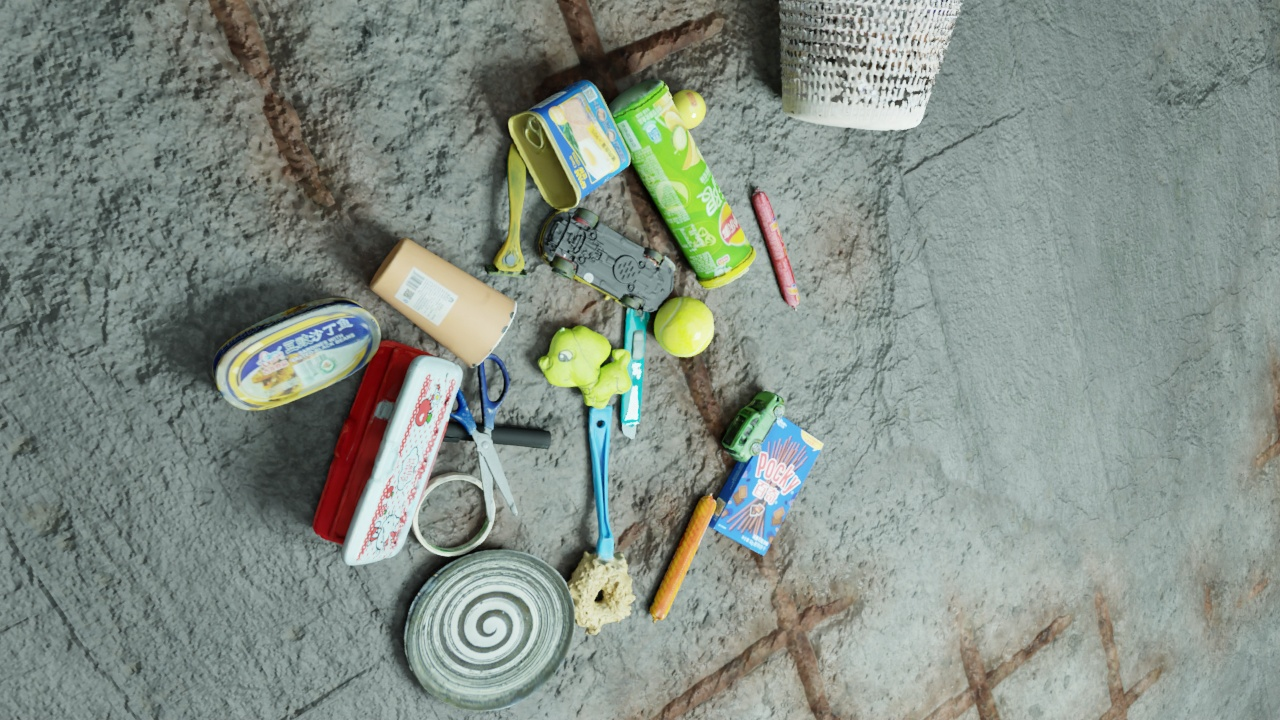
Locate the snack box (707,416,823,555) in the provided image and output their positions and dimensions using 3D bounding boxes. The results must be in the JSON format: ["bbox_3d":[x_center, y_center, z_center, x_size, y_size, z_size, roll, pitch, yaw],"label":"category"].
[{"bbox_3d":[0.149,0.146,1.098,0.084,0.026,0.157,32,84,-27],"label":"snack box"}]

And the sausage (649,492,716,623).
[{"bbox_3d":[0.049,0.229,1.066,0.021,0.021,0.165,27,86,-28],"label":"sausage"}]

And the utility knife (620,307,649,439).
[{"bbox_3d":[-0.006,0.006,1.004,0.029,0.013,0.164,0,99,-25],"label":"utility knife"}]

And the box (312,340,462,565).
[{"bbox_3d":[-0.234,0.086,0.846,0.095,0.099,0.201,20,90,-10],"label":"box"}]

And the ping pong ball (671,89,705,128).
[{"bbox_3d":[0.049,-0.265,0.968,0.040,0.040,0.040,-5,101,-26],"label":"ping pong ball"}]

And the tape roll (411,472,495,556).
[{"bbox_3d":[-0.191,0.157,0.938,0.085,0.014,0.086,-4,100,-26],"label":"tape roll"}]

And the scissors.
[{"bbox_3d":[-0.167,0.075,0.912,0.141,0.012,0.170,20,74,-19],"label":"scissors"}]

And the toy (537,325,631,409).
[{"bbox_3d":[-0.056,0.004,0.968,0.096,0.031,0.100,-34,110,-21],"label":"toy"}]

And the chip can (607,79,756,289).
[{"bbox_3d":[0.042,-0.184,0.962,0.072,0.073,0.221,-39,114,-16],"label":"chip can"}]

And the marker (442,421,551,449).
[{"bbox_3d":[-0.154,0.076,0.938,0.132,0.022,0.020,8,135,-27],"label":"marker"}]

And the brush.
[{"bbox_3d":[-0.044,0.175,1.005,0.083,0.046,0.255,-2,96,-22],"label":"brush"}]

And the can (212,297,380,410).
[{"bbox_3d":[-0.310,-0.007,0.830,0.148,0.049,0.075,-26,109,-20],"label":"can"}]

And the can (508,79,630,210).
[{"bbox_3d":[-0.068,-0.213,0.903,0.083,0.057,0.102,-41,115,-31],"label":"can"}]

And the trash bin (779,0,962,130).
[{"bbox_3d":[0.236,-0.350,0.965,0.227,0.227,0.192,-7,114,-26],"label":"trash bin"}]

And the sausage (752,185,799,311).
[{"bbox_3d":[0.158,-0.128,1.060,0.020,0.020,0.156,-29,111,-20],"label":"sausage"}]

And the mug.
[{"bbox_3d":[-0.189,-0.058,0.870,0.122,0.078,0.078,35,83,-22],"label":"mug"}]

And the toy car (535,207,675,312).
[{"bbox_3d":[-0.035,-0.102,0.954,0.155,0.041,0.071,26,87,-26],"label":"toy car"}]

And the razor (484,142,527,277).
[{"bbox_3d":[-0.127,-0.150,0.911,0.043,0.028,0.132,3,96,-23],"label":"razor"}]

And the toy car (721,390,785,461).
[{"bbox_3d":[0.131,0.074,1.067,0.036,0.043,0.091,40,80,-26],"label":"toy car"}]

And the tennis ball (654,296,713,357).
[{"bbox_3d":[0.047,-0.037,0.994,0.065,0.065,0.065,-5,101,-26],"label":"tennis ball"}]

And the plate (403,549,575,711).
[{"bbox_3d":[-0.158,0.280,0.964,0.179,0.024,0.179,-4,101,-20],"label":"plate"}]
